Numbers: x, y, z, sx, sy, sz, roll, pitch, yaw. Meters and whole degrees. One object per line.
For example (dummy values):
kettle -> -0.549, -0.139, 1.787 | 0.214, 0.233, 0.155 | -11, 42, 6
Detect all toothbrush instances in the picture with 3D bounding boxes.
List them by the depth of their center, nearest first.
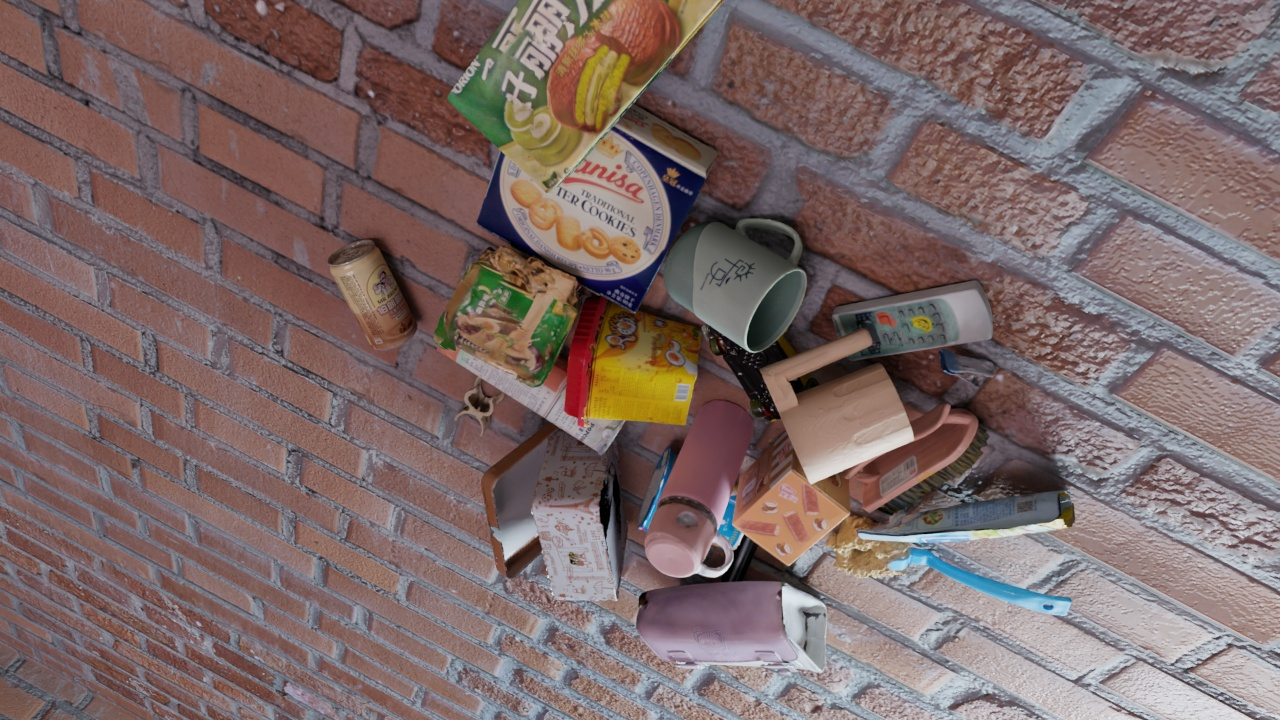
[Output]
toothbrush -> 0.130, 0.200, 1.075 | 0.027, 0.026, 0.213 | 11, 132, -2

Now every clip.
clip -> 0.294, 0.006, 0.828 | 0.056, 0.024, 0.028 | 19, 140, -23
clip -> -0.184, 0.059, 1.100 | 0.076, 0.034, 0.104 | 25, 138, 4

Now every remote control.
remote control -> 0.245, -0.034, 0.828 | 0.135, 0.019, 0.056 | -9, 123, 31

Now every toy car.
toy car -> 0.122, 0.001, 0.899 | 0.071, 0.041, 0.156 | -18, 123, 35

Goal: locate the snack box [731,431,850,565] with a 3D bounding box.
snack box -> 0.157, 0.138, 0.950 | 0.077, 0.092, 0.095 | 37, 117, -7

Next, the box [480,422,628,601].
box -> -0.105, 0.174, 1.083 | 0.158, 0.148, 0.182 | -1, 128, 7

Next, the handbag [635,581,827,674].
handbag -> 0.111, 0.324, 1.114 | 0.197, 0.098, 0.145 | -10, 144, 30

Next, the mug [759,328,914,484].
mug -> 0.180, 0.040, 0.844 | 0.103, 0.084, 0.125 | -23, 110, 8

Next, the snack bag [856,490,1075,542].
snack bag -> 0.319, 0.157, 0.903 | 0.191, 0.110, 0.039 | -14, 90, 31

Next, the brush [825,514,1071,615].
brush -> 0.324, 0.226, 0.985 | 0.255, 0.045, 0.083 | 15, 131, 21

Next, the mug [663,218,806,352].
mug -> 0.089, -0.080, 0.816 | 0.106, 0.111, 0.082 | 37, 179, 30

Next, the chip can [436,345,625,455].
chip can -> -0.115, 0.018, 1.005 | 0.214, 0.071, 0.071 | 32, 134, -3

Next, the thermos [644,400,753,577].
thermos -> 0.069, 0.131, 0.927 | 0.087, 0.198, 0.067 | 23, 132, 4

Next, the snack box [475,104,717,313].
snack box -> -0.046, -0.156, 0.846 | 0.178, 0.045, 0.183 | 29, 134, 1

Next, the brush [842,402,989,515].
brush -> 0.267, 0.092, 0.893 | 0.073, 0.063, 0.146 | 30, 134, -15

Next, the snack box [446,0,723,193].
snack box -> -0.034, -0.253, 0.709 | 0.114, 0.063, 0.241 | 43, 119, -8

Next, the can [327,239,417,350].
can -> -0.298, -0.072, 1.026 | 0.059, 0.058, 0.116 | -1, 127, 26

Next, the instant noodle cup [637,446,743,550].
instant noodle cup -> 0.064, 0.163, 1.034 | 0.110, 0.099, 0.099 | 21, 134, -4

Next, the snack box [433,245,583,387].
snack box -> -0.120, -0.034, 0.915 | 0.118, 0.117, 0.106 | 25, 171, 8

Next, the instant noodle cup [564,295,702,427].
instant noodle cup -> -0.005, 0.005, 0.925 | 0.124, 0.116, 0.116 | 10, 133, 2
